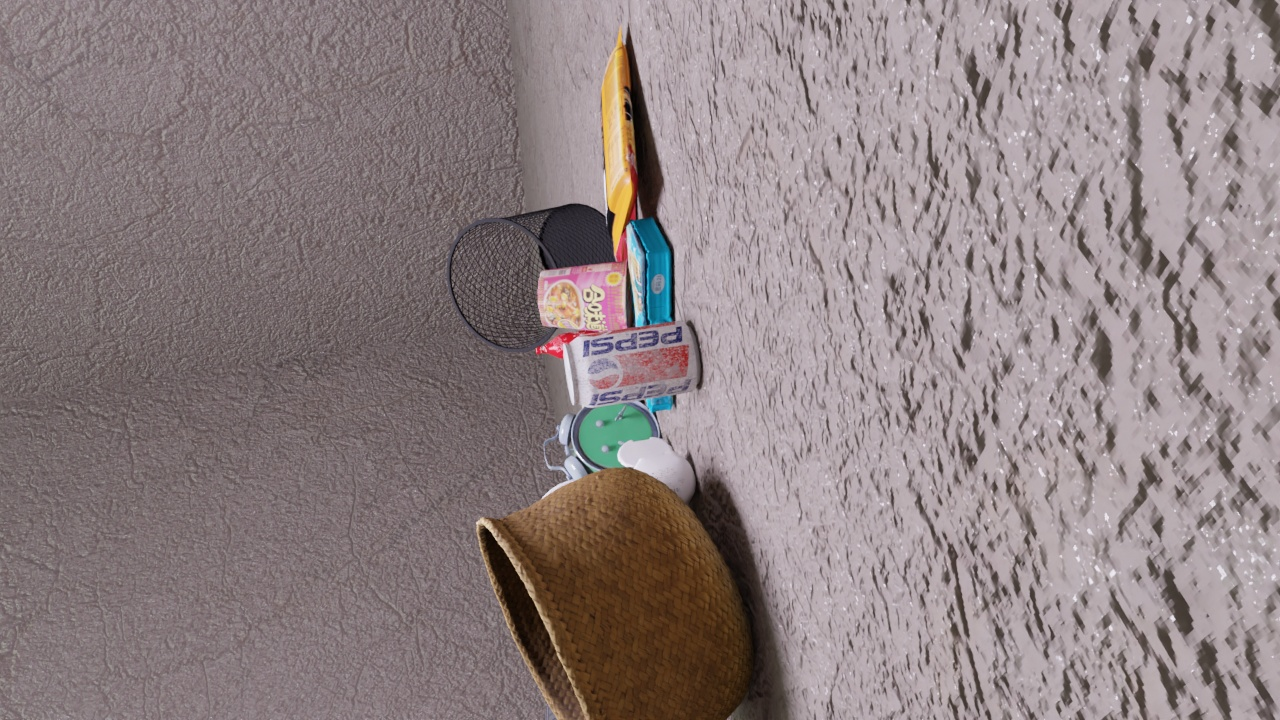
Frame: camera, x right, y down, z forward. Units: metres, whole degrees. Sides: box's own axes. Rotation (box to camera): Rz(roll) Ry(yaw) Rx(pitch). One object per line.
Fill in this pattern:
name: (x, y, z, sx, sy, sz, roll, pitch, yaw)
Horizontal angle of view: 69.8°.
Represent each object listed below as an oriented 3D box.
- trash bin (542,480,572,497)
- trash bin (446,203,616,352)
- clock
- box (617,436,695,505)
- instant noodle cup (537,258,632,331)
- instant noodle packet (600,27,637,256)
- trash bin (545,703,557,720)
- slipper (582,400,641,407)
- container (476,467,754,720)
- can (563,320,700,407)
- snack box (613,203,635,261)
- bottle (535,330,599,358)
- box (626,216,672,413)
trash bin: (-0.080, 0.307, 1.616, 0.200, 0.195, 0.195, 159, 102, -71)
trash bin: (-0.136, -0.132, 1.303, 0.209, 0.184, 0.184, -37, -54, -56)
clock: (-0.054, 0.116, 1.281, 0.075, 0.161, 0.121, 93, 165, -57)
box: (0.017, 0.136, 1.137, 0.140, 0.083, 0.141, 98, 155, -65)
instant noodle cup: (-0.067, -0.078, 1.136, 0.097, 0.109, 0.097, 2, -92, -85)
instant noodle packet: (-0.027, -0.259, 1.101, 0.160, 0.032, 0.220, 114, 154, -70)
trash bin: (-0.015, 0.477, 1.251, 0.228, 0.217, 0.217, 108, 152, -62)
slipper: (-0.048, 0.065, 1.382, 0.081, 0.093, 0.197, 47, -165, -55)
container: (-0.025, 0.262, 0.963, 0.307, 0.196, 0.308, 49, 155, 33)
can: (-0.010, 0.005, 0.978, 0.078, 0.136, 0.078, 170, 91, -81)
snack box: (-0.022, -0.182, 1.241, 0.089, 0.021, 0.133, -110, 15, -54)
bottle: (-0.096, -0.026, 1.460, 0.042, 0.141, 0.042, 170, 91, -81)
box: (0.010, -0.051, 1.100, 0.094, 0.041, 0.227, -109, 14, -54)
